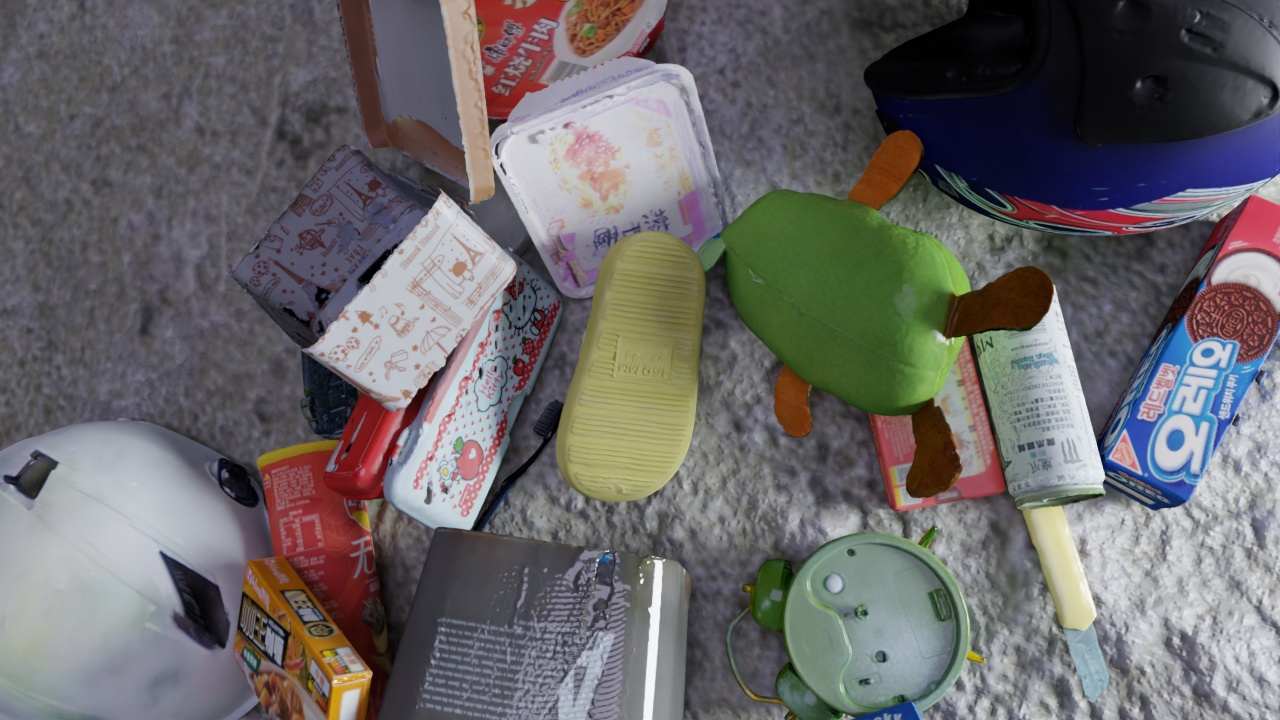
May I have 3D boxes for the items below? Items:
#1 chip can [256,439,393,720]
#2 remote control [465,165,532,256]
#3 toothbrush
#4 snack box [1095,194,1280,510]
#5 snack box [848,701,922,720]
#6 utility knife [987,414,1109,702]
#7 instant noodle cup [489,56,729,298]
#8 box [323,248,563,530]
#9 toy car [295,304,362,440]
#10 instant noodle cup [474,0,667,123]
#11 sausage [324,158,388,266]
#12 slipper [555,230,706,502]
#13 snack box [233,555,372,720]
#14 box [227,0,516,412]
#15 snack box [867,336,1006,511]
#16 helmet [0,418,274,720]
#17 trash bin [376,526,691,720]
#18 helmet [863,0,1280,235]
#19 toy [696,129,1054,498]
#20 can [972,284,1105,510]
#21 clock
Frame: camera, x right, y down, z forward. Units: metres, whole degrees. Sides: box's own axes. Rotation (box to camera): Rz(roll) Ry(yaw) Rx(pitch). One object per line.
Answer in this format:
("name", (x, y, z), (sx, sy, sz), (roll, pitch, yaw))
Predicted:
("chip can", (-0.219, 0.167, 0.650), (0.073, 0.073, 0.216), (-15, 78, 5))
("remote control", (-0.078, -0.142, 0.711), (0.056, 0.019, 0.135), (38, 87, 12))
("toothbrush", (-0.110, 0.108, 0.676), (0.016, 0.014, 0.189), (34, 87, 13))
("snack box", (0.372, -0.004, 0.605), (0.058, 0.057, 0.207), (30, 86, 15))
("snack box", (0.153, 0.296, 0.569), (0.084, 0.026, 0.157), (-19, 101, 4))
("utility knife", (0.276, 0.127, 0.614), (0.031, 0.020, 0.195), (-15, 71, 6))
("instant noodle cup", (-0.019, -0.131, 0.637), (0.138, 0.173, 0.060), (-20, 56, 4))
("box", (-0.130, 0.020, 0.654), (0.101, 0.095, 0.201), (34, 65, -29))
("toy car", (-0.229, 0.003, 0.700), (0.054, 0.037, 0.120), (-17, 68, 7))
("instant noodle cup", (-0.069, -0.242, 0.689), (0.194, 0.066, 0.193), (-6, 64, 13))
("sausage", (-0.207, -0.096, 0.720), (0.021, 0.021, 0.165), (-35, 78, 1))
("slipper", (-0.004, 0.004, 0.648), (0.091, 0.081, 0.190), (11, 97, -7))
("snack box", (-0.212, 0.188, 0.568), (0.154, 0.026, 0.075), (24, 107, 47))
("box", (-0.165, -0.117, 0.602), (0.179, 0.130, 0.272), (32, 108, 46))
("snack box", (0.196, 0.024, 0.640), (0.075, 0.025, 0.152), (-12, 79, 6))
("helmet", (-0.383, 0.156, 0.638), (0.258, 0.146, 0.229), (39, 87, 12))
("trash bin", (-0.061, 0.226, 0.563), (0.199, 0.199, 0.219), (7, 75, 9))
("helmet", (0.258, -0.202, 0.559), (0.315, 0.246, 0.241), (11, 117, 4))
("toy", (0.136, -0.037, 0.596), (0.247, 0.089, 0.227), (42, 124, 39))
("can", (0.260, 0.021, 0.607), (0.058, 0.058, 0.146), (-8, 73, 6))
("clock", (0.136, 0.177, 0.607), (0.161, 0.056, 0.116), (-18, 78, 4))
